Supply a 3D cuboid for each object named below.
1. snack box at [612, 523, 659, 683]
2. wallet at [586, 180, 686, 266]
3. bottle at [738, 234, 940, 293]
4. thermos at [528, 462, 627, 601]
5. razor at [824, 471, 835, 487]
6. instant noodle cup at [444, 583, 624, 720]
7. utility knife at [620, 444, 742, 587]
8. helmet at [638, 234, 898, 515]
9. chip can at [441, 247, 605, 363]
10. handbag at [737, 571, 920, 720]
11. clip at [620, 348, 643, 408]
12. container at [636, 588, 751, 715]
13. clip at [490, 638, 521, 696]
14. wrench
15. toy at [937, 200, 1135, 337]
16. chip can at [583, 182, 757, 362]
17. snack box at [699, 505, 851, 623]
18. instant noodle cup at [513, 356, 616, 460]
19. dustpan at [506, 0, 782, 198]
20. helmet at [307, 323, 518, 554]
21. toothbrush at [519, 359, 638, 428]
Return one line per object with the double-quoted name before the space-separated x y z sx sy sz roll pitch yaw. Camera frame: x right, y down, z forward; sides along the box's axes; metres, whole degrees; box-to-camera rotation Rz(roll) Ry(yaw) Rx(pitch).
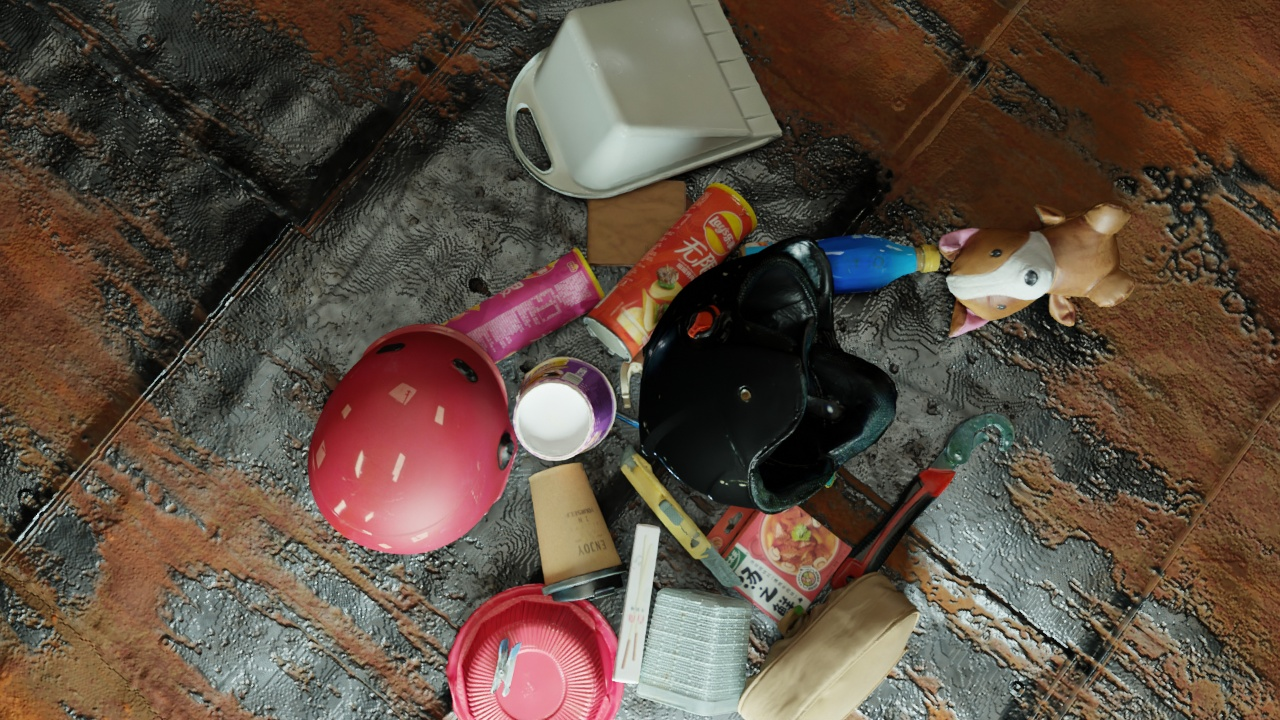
"snack box" -0.005 0.254 0.956 0.027 0.085 0.156 8 71 0
"wallet" -0.004 -0.157 1.050 0.115 0.020 0.101 0 84 -2
"bottle" 0.220 -0.105 1.020 0.218 0.065 0.065 -4 84 0
"thermos" -0.072 0.186 0.980 0.093 0.093 0.143 -16 77 -2
"razor" 0.202 0.075 1.019 0.043 0.028 0.132 -10 80 22
"instant noodle cup" -0.114 0.339 0.972 0.194 0.066 0.193 0 84 1
"utility knife" 0.040 0.171 0.996 0.031 0.020 0.196 -44 74 6
"helmet" 0.112 0.015 0.924 0.231 0.233 0.274 0 83 35
"chip can" -0.145 -0.044 1.011 0.210 0.071 0.071 -29 85 -2
"handbag" 0.192 0.307 0.943 0.204 0.148 0.100 -41 56 -5
"clip" -0.006 0.010 1.030 0.035 0.092 0.103 -6 49 0
"container" 0.060 0.299 0.954 0.090 0.090 0.111 4 79 35
"clip" -0.138 0.312 0.931 0.038 0.026 0.058 11 92 13
"wrench" 0.309 0.157 1.017 0.273 0.016 0.056 -44 85 -5
"toy" 0.427 -0.099 0.998 0.200 0.130 0.140 -9 100 7
"chip can" 0.033 -0.097 0.998 0.073 0.073 0.216 42 76 4
"snack box" 0.142 0.208 0.996 0.127 0.044 0.113 38 86 4
"instant noodle cup" -0.086 0.057 0.976 0.111 0.099 0.111 1 98 4
"dustpan" -0.014 -0.298 1.056 0.257 0.143 0.222 -14 75 -30
"helmet" -0.239 0.093 0.929 0.207 0.143 0.240 17 110 1
"toothbrush" -0.050 0.046 1.030 0.189 0.014 0.016 26 61 2
